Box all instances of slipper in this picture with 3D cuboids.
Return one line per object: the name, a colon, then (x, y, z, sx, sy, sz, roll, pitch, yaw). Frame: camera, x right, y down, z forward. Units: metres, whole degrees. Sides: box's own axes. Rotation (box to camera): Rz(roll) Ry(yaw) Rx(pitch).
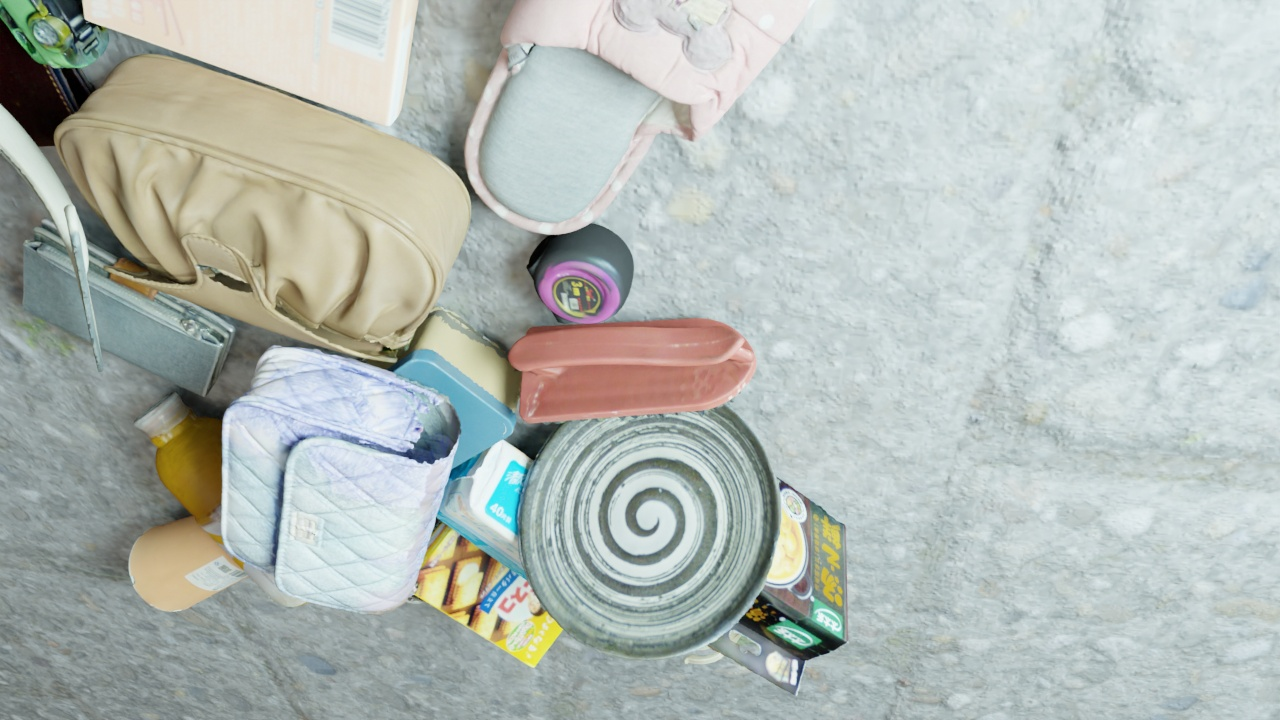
slipper: (-0.003, -0.150, 0.416, 0.114, 0.054, 0.275, 30, 133, -17)

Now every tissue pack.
tissue pack: (-0.087, 0.113, 0.675, 0.140, 0.063, 0.090, 41, 152, -24)

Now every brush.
brush: (-0.003, 0.003, 0.556, 0.146, 0.063, 0.069, -3, 157, 13)

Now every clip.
clip: (0.075, 0.232, 0.771, 0.103, 0.092, 0.035, 9, 136, 18)

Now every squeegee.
squeegee: (-0.352, -0.125, 0.477, 0.246, 0.039, 0.247, 52, 150, -7)

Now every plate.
plate: (0.004, 0.102, 0.597, 0.180, 0.179, 0.024, -7, 161, 17)

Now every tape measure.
tape measure: (-0.032, -0.051, 0.531, 0.058, 0.039, 0.057, -9, 132, 26)

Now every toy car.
toy car: (-0.299, -0.188, 0.446, 0.036, 0.043, 0.091, -1, 133, 13)

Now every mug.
mug: (-0.364, 0.162, 0.786, 0.123, 0.078, 0.078, -22, 126, 24)

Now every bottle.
bottle: (-0.310, 0.107, 0.711, 0.068, 0.067, 0.189, -24, 112, 30)

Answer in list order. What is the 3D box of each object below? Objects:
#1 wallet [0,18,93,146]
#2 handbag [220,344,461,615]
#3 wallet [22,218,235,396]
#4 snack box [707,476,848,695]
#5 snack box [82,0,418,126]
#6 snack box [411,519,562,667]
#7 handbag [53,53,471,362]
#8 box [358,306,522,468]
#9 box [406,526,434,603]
wallet: (-0.368, -0.161, 0.505, 0.122, 0.020, 0.096, 0, 129, 13)
handbag: (-0.197, 0.086, 0.593, 0.134, 0.075, 0.194, 18, 135, -7)
wallet: (-0.339, -0.034, 0.613, 0.129, 0.036, 0.107, 31, 142, -16)
snack box: (0.089, 0.146, 0.639, 0.113, 0.125, 0.053, 34, 129, -21)
snack box: (-0.189, -0.179, 0.445, 0.157, 0.026, 0.085, 19, 135, -7)
snack box: (-0.113, 0.178, 0.743, 0.140, 0.087, 0.034, 43, 172, -29)
handbag: (-0.203, -0.071, 0.500, 0.204, 0.099, 0.148, 18, 143, -2)
box: (-0.157, 0.034, 0.627, 0.090, 0.059, 0.185, 39, 131, -26)
box: (-0.210, 0.133, 0.731, 0.058, 0.070, 0.164, -3, 140, 43)
